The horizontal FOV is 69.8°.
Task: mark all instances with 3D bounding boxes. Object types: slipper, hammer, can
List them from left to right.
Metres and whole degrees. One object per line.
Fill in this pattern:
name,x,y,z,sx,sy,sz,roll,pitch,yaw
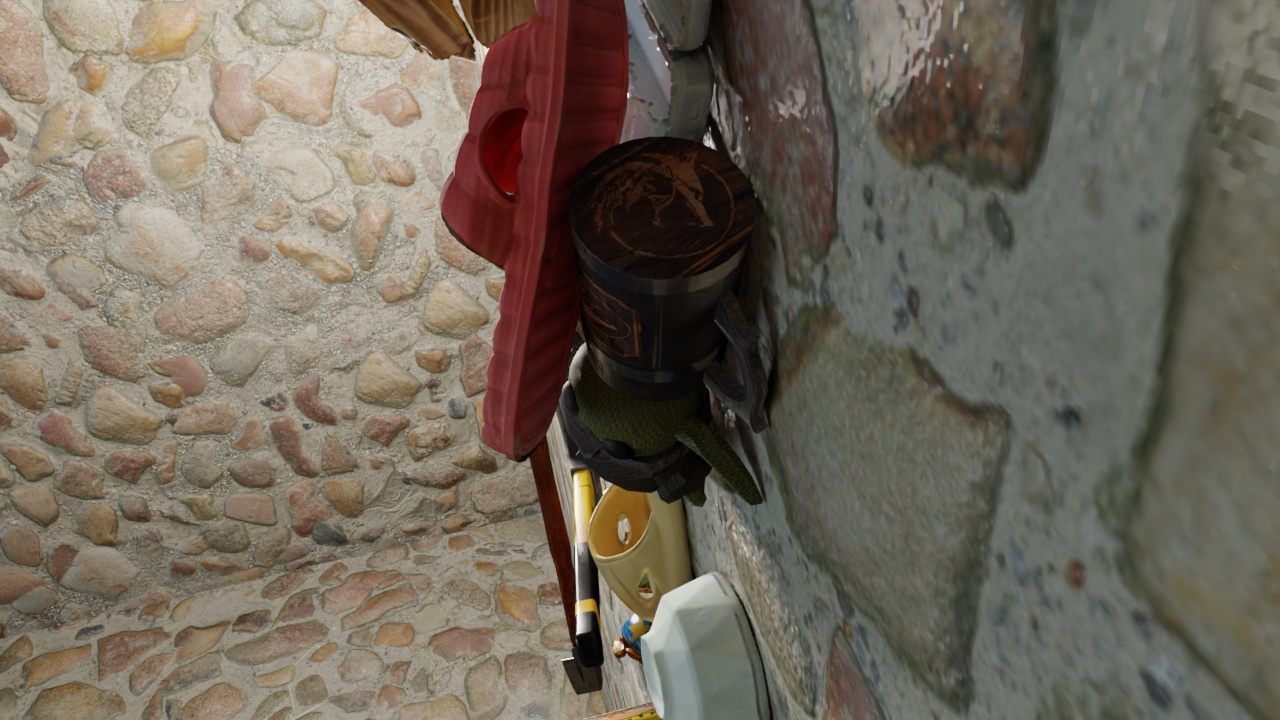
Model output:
slipper,-0.055,-0.073,0.430,0.103,0.059,0.249,-51,-27,-65
hammer,-0.079,0.174,0.884,0.111,0.028,0.300,-105,3,-85
hammer,-0.052,0.161,0.854,0.324,0.034,0.170,-101,-1,-67
slipper,-0.008,0.132,0.766,0.111,0.079,0.262,-113,15,-64
can,0.010,0.313,0.727,0.101,0.130,0.072,107,150,-77

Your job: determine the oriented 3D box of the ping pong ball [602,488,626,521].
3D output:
ping pong ball,-0.029,0.164,1.042,0.040,0.040,0.040,167,91,-81

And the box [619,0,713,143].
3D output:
box,-0.001,-0.201,0.462,0.190,0.037,0.208,99,158,-46

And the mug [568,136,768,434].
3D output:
mug,0.021,-0.027,0.429,0.116,0.079,0.107,44,158,23

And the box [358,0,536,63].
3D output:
box,-0.178,-0.341,0.642,0.279,0.264,0.270,-117,16,-54

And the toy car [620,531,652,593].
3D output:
toy car,-0.004,0.198,0.916,0.112,0.047,0.047,-149,66,-83

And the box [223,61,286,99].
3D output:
box,-0.280,-0.489,0.961,0.468,0.138,0.214,-62,24,19

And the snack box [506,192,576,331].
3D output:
snack box,-0.033,-0.065,0.608,0.080,0.093,0.094,91,164,-55

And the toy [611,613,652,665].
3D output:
toy,0.023,0.300,0.928,0.090,0.070,0.103,53,179,41

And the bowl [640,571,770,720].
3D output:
bowl,0.036,0.206,0.617,0.117,0.061,0.117,169,91,-78

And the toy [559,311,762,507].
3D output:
toy,-0.006,0.030,0.549,0.179,0.078,0.153,46,169,10
